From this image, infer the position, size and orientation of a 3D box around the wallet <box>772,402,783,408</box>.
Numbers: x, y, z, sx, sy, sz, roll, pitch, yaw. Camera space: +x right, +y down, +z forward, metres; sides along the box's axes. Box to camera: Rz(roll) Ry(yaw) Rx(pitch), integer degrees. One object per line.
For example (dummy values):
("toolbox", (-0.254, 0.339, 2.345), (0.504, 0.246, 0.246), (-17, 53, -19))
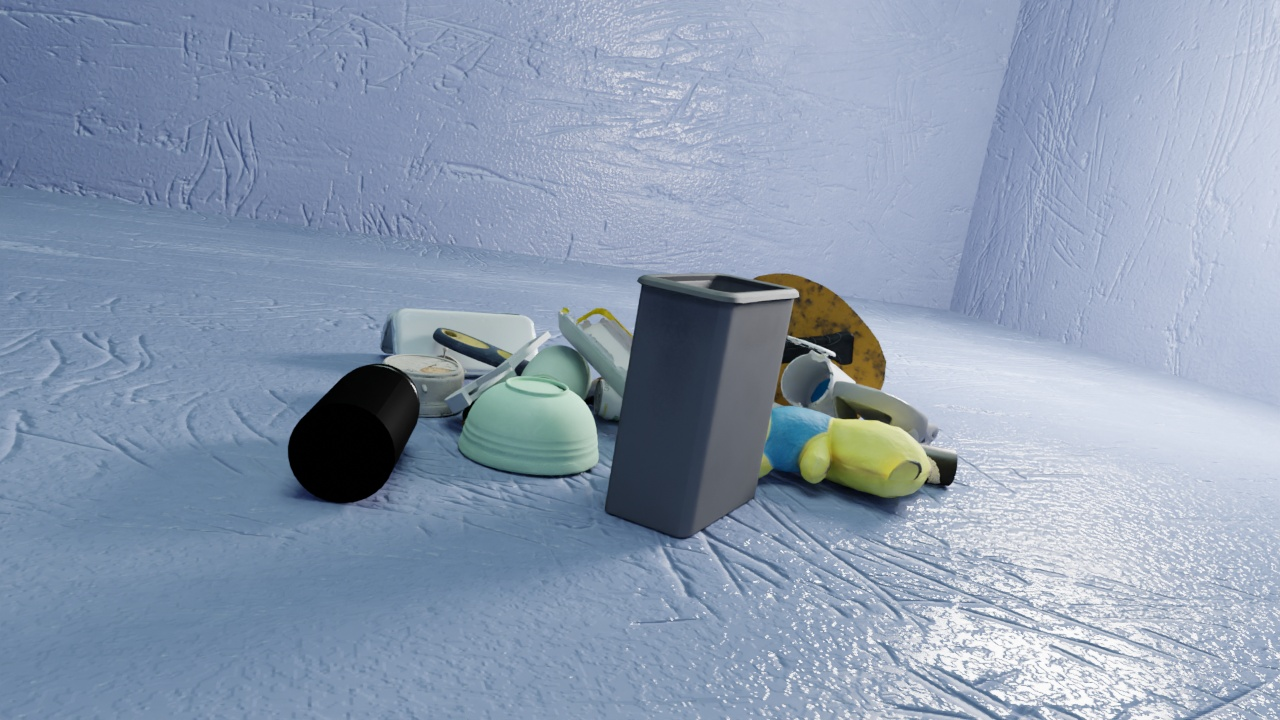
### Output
("wallet", (0.169, 0.085, 1.197), (0.115, 0.037, 0.118), (-2, 19, -46))

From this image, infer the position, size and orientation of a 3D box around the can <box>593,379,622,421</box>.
("can", (-0.005, 0.052, 1.164), (0.101, 0.055, 0.055), (7, 11, -13))

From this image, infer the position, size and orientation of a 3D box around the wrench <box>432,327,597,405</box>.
("wrench", (-0.148, 0.013, 1.210), (0.273, 0.022, 0.073), (22, 29, 7))

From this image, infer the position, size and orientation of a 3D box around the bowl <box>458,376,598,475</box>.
("bowl", (-0.113, 0.062, 0.966), (0.151, 0.077, 0.150), (8, 12, -2))

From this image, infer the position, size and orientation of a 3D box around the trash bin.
("trash bin", (0.061, 0.033, 0.879), (0.098, 0.220, 0.191), (15, 12, 26))

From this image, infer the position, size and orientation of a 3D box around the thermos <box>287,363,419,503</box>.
("thermos", (-0.254, 0.056, 0.848), (0.086, 0.086, 0.198), (8, 11, -7))

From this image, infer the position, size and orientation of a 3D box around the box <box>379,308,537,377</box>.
("box", (-0.262, -0.016, 1.309), (0.214, 0.106, 0.127), (4, -16, -30))

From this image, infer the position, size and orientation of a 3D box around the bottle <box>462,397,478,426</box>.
("bottle", (-0.188, 0.060, 1.045), (0.025, 0.025, 0.106), (9, 11, 0))

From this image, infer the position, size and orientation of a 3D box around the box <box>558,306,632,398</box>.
("box", (-0.015, 0.016, 1.115), (0.210, 0.057, 0.117), (47, 18, 16))

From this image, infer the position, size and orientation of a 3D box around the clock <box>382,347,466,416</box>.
("clock", (-0.252, 0.020, 1.100), (0.103, 0.061, 0.156), (13, 13, 16))

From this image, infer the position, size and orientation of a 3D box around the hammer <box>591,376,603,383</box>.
("hammer", (0.046, 0.028, 1.370), (0.122, 0.049, 0.318), (15, 14, 40))

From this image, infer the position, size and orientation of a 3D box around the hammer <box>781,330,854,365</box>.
("hammer", (0.136, -0.007, 1.247), (0.332, 0.118, 0.025), (-6, 20, -14))

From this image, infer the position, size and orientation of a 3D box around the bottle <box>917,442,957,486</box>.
("bottle", (0.288, 0.114, 1.119), (0.184, 0.045, 0.045), (10, 11, 5))

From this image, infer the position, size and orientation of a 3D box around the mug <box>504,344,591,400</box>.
("mug", (-0.122, 0.035, 1.106), (0.111, 0.084, 0.104), (-5, 14, 9))

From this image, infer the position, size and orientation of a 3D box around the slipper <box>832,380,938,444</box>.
("slipper", (0.318, 0.096, 1.202), (0.113, 0.080, 0.265), (21, -3, 30))

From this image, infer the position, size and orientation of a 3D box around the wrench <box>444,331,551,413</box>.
("wrench", (-0.165, 0.007, 1.120), (0.087, 0.018, 0.272), (-29, 8, 14))

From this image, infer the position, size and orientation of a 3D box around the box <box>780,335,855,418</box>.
("box", (0.226, 0.024, 1.208), (0.083, 0.092, 0.166), (33, 4, 38))

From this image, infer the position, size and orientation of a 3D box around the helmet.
("helmet", (0.220, -0.004, 1.362), (0.255, 0.205, 0.131), (34, -15, -2))

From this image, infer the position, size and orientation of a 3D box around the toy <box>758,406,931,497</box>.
("toy", (0.223, 0.102, 1.035), (0.214, 0.084, 0.148), (9, 12, 12))
